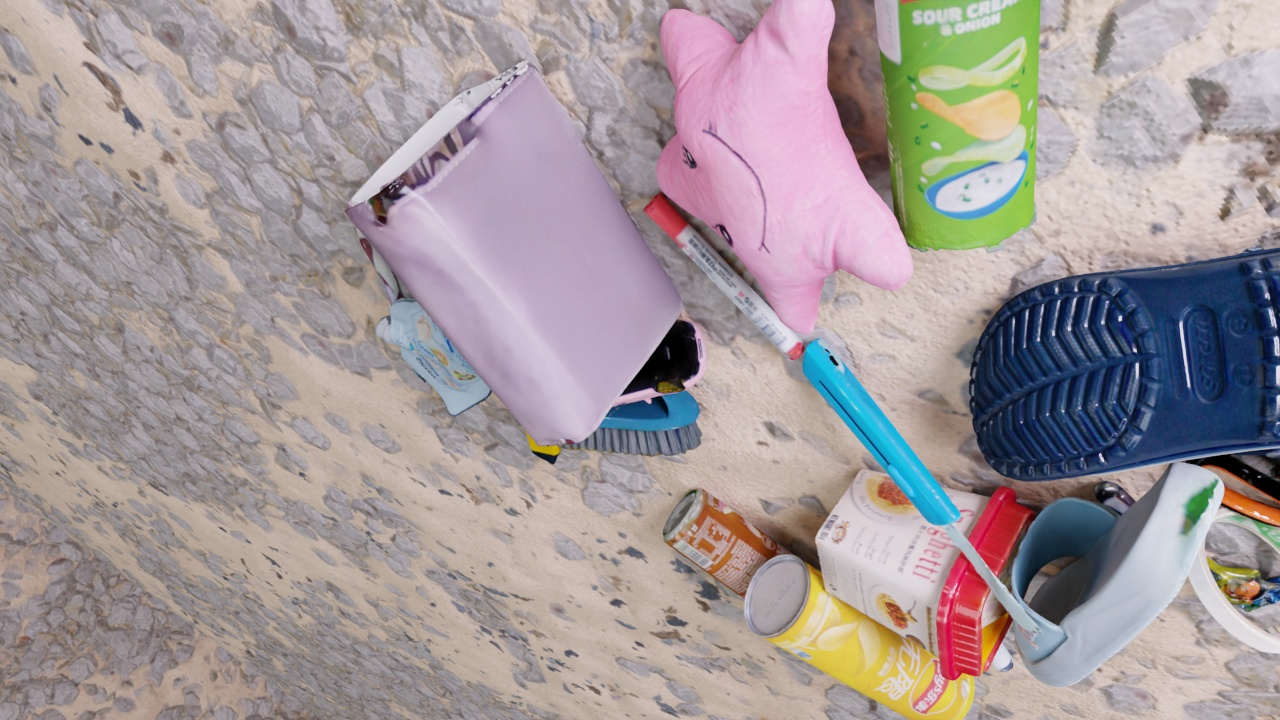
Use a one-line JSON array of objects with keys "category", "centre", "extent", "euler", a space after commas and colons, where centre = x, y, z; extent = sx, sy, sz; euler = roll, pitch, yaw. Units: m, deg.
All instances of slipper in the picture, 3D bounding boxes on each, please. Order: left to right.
[{"category": "slipper", "centre": [0.273, 0.129, 0.566], "extent": [0.074, 0.103, 0.246], "euler": [31, 156, 21]}, {"category": "slipper", "centre": [0.275, -0.001, 0.457], "extent": [0.095, 0.105, 0.253], "euler": [-2, 169, -25]}]

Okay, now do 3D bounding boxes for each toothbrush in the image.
[{"category": "toothbrush", "centre": [-0.215, -0.049, 0.798], "extent": [0.016, 0.017, 0.188], "euler": [12, 139, 23]}]

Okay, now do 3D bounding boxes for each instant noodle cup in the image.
[{"category": "instant noodle cup", "centre": [0.201, 0.144, 0.657], "extent": [0.124, 0.116, 0.117], "euler": [19, 143, 37]}]

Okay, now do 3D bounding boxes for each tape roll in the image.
[{"category": "tape roll", "centre": [0.361, 0.127, 0.538], "extent": [0.086, 0.085, 0.014], "euler": [29, 143, 4]}]

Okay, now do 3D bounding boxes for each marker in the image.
[{"category": "marker", "centre": [0.057, -0.053, 0.605], "extent": [0.145, 0.017, 0.017], "euler": [44, 141, -16]}, {"category": "marker", "centre": [0.273, 0.211, 0.748], "extent": [0.023, 0.018, 0.131], "euler": [-20, 119, 35]}]

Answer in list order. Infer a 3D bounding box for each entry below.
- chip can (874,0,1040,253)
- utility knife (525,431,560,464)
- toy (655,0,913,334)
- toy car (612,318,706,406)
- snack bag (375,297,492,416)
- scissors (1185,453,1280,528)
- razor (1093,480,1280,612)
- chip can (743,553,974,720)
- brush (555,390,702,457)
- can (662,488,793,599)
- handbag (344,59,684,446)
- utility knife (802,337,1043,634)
[{"category": "chip can", "centre": [0.134, -0.157, 0.393], "extent": [0.072, 0.072, 0.236], "euler": [8, 137, 28]}, {"category": "utility knife", "centre": [-0.095, 0.037, 0.813], "extent": [0.033, 0.015, 0.157], "euler": [9, 136, 18]}, {"category": "toy", "centre": [0.064, -0.098, 0.496], "extent": [0.179, 0.074, 0.195], "euler": [13, 132, 58]}, {"category": "toy car", "centre": [-0.004, 0.004, 0.679], "extent": [0.123, 0.056, 0.037], "euler": [-14, 164, 34]}, {"category": "snack bag", "centre": [-0.142, -0.017, 0.732], "extent": [0.110, 0.038, 0.191], "euler": [43, 144, -19]}, {"category": "scissors", "centre": [0.421, 0.104, 0.529], "extent": [0.234, 0.021, 0.153], "euler": [44, 148, -21]}, {"category": "razor", "centre": [0.352, 0.122, 0.591], "extent": [0.142, 0.022, 0.043], "euler": [34, 141, -2]}, {"category": "chip can", "centre": [0.183, 0.236, 0.757], "extent": [0.213, 0.071, 0.072], "euler": [34, 145, -24]}, {"category": "brush", "centre": [-0.018, 0.037, 0.731], "extent": [0.144, 0.055, 0.073], "euler": [2, 112, 34]}, {"category": "can", "centre": [0.092, 0.174, 0.800], "extent": [0.147, 0.057, 0.058], "euler": [37, 143, -6]}, {"category": "handbag", "centre": [-0.076, -0.061, 0.585], "extent": [0.099, 0.144, 0.197], "euler": [-12, 124, 39]}, {"category": "utility knife", "centre": [0.177, 0.079, 0.586], "extent": [0.225, 0.018, 0.034], "euler": [54, 157, 18]}]
